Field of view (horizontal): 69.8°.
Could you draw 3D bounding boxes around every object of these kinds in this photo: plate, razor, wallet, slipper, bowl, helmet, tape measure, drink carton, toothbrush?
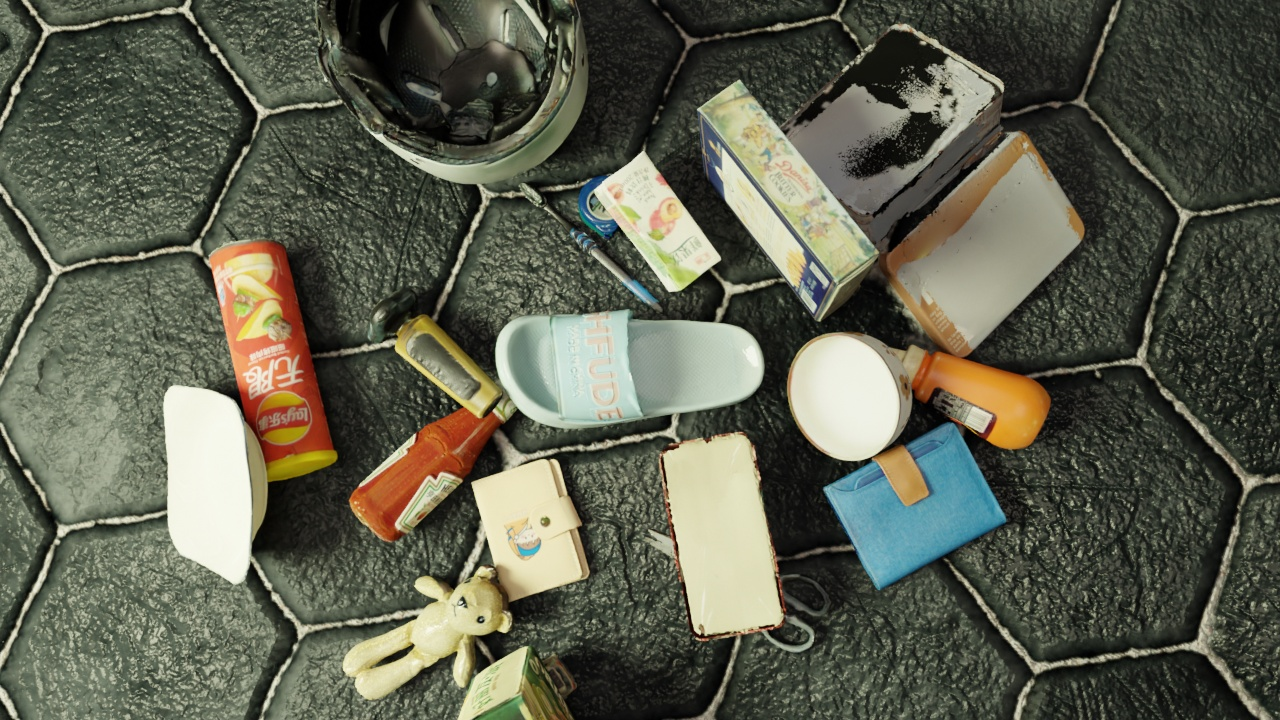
[{"bbox_3d":[-0.373,0.105,0.815,0.164,0.034,0.163,8,99,41],"label":"plate"},{"bbox_3d":[-0.185,-0.005,0.827,0.167,0.067,0.062,38,88,27],"label":"razor"},{"bbox_3d":[0.245,0.128,0.819,0.133,0.040,0.106,-27,86,-2],"label":"wallet"},{"bbox_3d":[-0.005,0.005,0.816,0.245,0.074,0.104,-1,81,-10],"label":"slipper"},{"bbox_3d":[-0.098,0.153,0.838,0.087,0.024,0.115,-18,80,-1],"label":"wallet"},{"bbox_3d":[0.193,0.026,0.813,0.062,0.114,0.113,-17,78,-42],"label":"bowl"},{"bbox_3d":[-0.157,-0.275,0.839,0.230,0.157,0.274,-35,71,-1],"label":"helmet"},{"bbox_3d":[-0.032,-0.149,0.879,0.054,0.025,0.058,38,75,8],"label":"tape measure"},{"bbox_3d":[0.015,-0.126,0.849,0.053,0.045,0.122,-40,101,-11],"label":"drink carton"},{"bbox_3d":[-0.048,-0.109,0.879,0.189,0.016,0.014,43,93,7],"label":"toothbrush"}]

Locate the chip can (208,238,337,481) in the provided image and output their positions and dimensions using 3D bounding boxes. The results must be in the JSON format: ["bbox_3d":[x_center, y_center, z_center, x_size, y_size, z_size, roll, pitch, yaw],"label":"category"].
[{"bbox_3d":[-0.339,-0.001,0.848,0.073,0.073,0.216,-16,81,0],"label":"chip can"}]

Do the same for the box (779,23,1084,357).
[{"bbox_3d":[0.262,-0.155,0.827,0.179,0.126,0.273,-43,87,-4],"label":"box"}]

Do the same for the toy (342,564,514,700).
[{"bbox_3d":[-0.187,0.241,0.807,0.157,0.066,0.105,-31,65,3],"label":"toy"}]

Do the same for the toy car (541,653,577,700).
[{"bbox_3d":[-0.102,0.300,0.810,0.090,0.035,0.042,-36,80,-1],"label":"toy car"}]

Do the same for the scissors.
[{"bbox_3d":[0.081,0.207,0.826,0.175,0.014,0.135,-7,80,2],"label":"scissors"}]

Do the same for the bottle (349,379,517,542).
[{"bbox_3d":[-0.169,0.076,0.836,0.206,0.060,0.060,-43,82,-10],"label":"bottle"}]

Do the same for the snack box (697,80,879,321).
[{"bbox_3d":[0.122,-0.129,0.790,0.046,0.178,0.182,-36,82,1],"label":"snack box"}]

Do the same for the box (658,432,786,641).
[{"bbox_3d":[0.072,0.151,0.794,0.091,0.079,0.168,-11,76,2],"label":"box"}]

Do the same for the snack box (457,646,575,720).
[{"bbox_3d":[-0.059,0.360,0.737,0.063,0.114,0.240,-29,94,-1],"label":"snack box"}]

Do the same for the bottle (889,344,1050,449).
[{"bbox_3d":[0.284,0.025,0.822,0.149,0.067,0.066,25,83,13],"label":"bottle"}]
